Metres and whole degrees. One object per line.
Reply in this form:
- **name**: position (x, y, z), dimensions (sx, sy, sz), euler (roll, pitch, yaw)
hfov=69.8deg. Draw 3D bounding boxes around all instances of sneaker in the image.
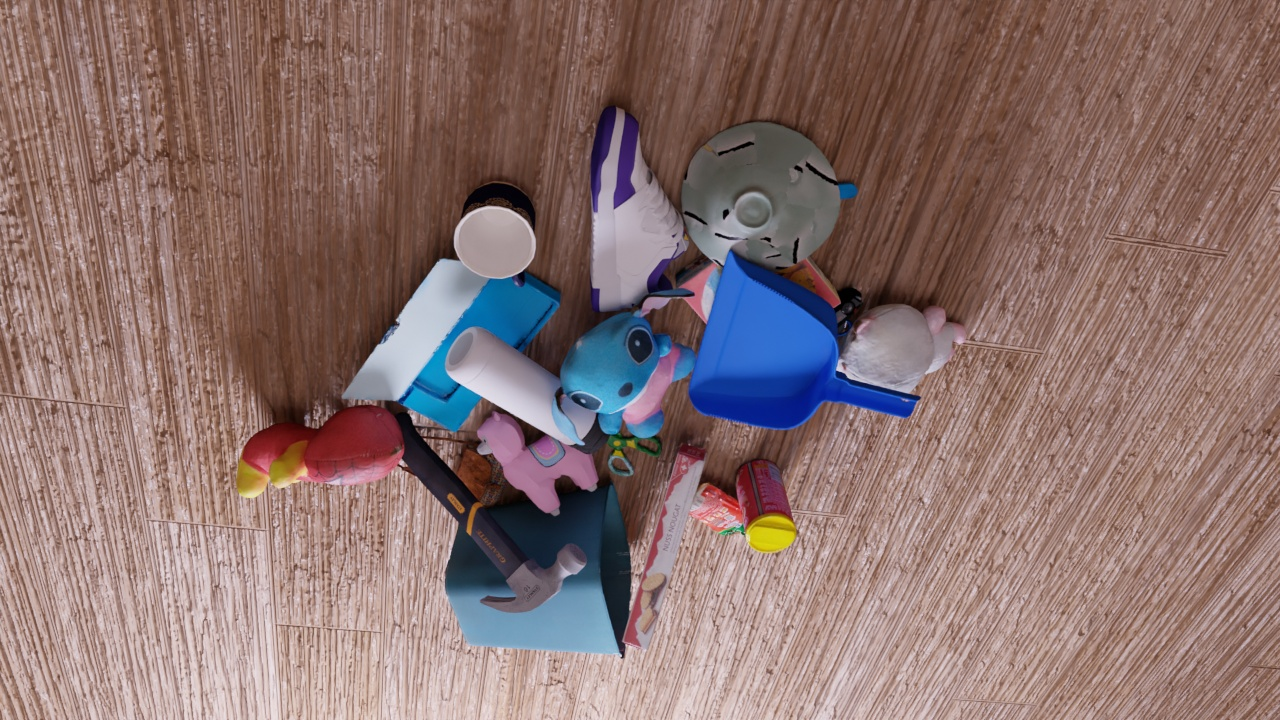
- **sneaker**: position (0.001, -0.158, 1.015), dimensions (0.111, 0.091, 0.245), euler (-1, 129, -5)

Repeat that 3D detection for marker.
- **marker**: position (0.185, -0.190, 1.046), dimensions (0.123, 0.015, 0.018), euler (-4, 122, 3)

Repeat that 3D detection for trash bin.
- **trash bin**: position (-0.136, 0.295, 1.276), dimensions (0.219, 0.196, 0.199), euler (-5, 125, 8)

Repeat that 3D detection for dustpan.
- **dustpan**: position (0.199, 0.007, 1.077), dimensions (0.257, 0.059, 0.246), euler (14, 137, 1)

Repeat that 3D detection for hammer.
- **hammer**: position (-0.217, 0.186, 1.172), dimensions (0.139, 0.035, 0.312), euler (-46, 78, 13)

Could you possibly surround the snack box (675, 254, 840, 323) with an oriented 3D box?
- **snack box**: position (0.140, -0.085, 1.100), dimensions (0.145, 0.040, 0.142), euler (-35, 118, 20)

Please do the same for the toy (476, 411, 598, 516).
- **toy**: position (-0.136, 0.124, 1.213), dimensions (0.123, 0.067, 0.157), euler (-34, 98, -12)

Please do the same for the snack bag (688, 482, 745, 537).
- **snack bag**: position (0.120, 0.226, 1.322), dimensions (0.155, 0.044, 0.087), euler (36, 134, -26)

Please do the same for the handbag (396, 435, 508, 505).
- **handbag**: position (-0.274, 0.139, 1.241), dimensions (0.195, 0.043, 0.094), euler (18, 121, -11)

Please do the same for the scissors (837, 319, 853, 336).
- **scissors**: position (0.206, -0.038, 1.159), dimensions (0.135, 0.016, 0.083), euler (19, 120, -8)

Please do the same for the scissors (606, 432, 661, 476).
- **scissors**: position (-0.038, 0.116, 1.253), dimensions (0.131, 0.012, 0.108), euler (21, 122, -17)

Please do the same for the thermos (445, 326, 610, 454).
- **thermos**: position (-0.132, 0.036, 1.120), dimensions (0.230, 0.101, 0.068), euler (35, 98, -33)

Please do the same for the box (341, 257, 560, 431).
- **box**: position (-0.232, -0.027, 1.112), dimensions (0.175, 0.060, 0.244), euler (21, 123, -37)

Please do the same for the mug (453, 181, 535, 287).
- **mug**: position (-0.152, -0.140, 1.015), dimensions (0.086, 0.089, 0.112), euler (-18, 124, 9)

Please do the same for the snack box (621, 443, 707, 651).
- **snack box**: position (0.032, 0.250, 1.242), dimensions (0.044, 0.076, 0.273), euler (16, 97, 7)

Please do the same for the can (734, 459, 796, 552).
- **can**: position (0.169, 0.197, 1.254), dimensions (0.066, 0.124, 0.067), euler (-2, 124, -2)

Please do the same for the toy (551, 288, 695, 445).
- **toy**: position (-0.006, 0.006, 1.084), dimensions (0.224, 0.099, 0.191), euler (-53, 146, 7)

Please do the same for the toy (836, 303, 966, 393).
- **toy**: position (0.326, -0.011, 1.138), dimensions (0.179, 0.101, 0.139), euler (-11, 131, -24)

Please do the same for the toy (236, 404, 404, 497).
- **toy**: position (-0.394, 0.114, 1.148), dimensions (0.217, 0.147, 0.099), euler (-11, 101, 21)

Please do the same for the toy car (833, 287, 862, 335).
- **toy car**: position (0.234, -0.051, 1.123), dimensions (0.092, 0.042, 0.036), euler (-39, 117, 8)

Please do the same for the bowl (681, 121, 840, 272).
- **bowl**: position (0.126, -0.169, 0.993), dimensions (0.174, 0.067, 0.174), euler (4, 110, 11)
